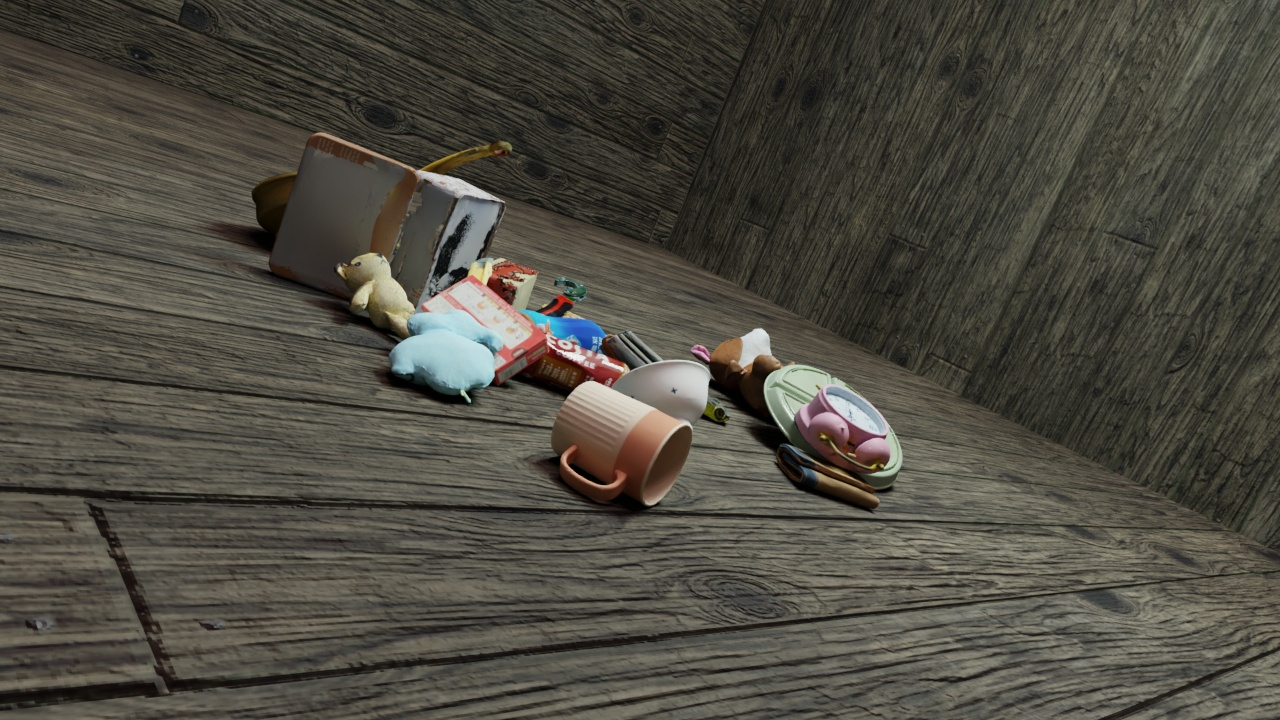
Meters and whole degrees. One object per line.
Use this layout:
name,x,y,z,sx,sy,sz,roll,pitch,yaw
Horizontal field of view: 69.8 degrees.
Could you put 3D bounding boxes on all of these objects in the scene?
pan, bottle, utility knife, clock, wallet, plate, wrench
pan,-0.346,-0.233,1.244,0.357,0.078,0.197,-7,-8,7
bottle,-0.095,-0.027,1.220,0.065,0.065,0.218,29,13,31
utility knife,-0.204,-0.063,1.117,0.031,0.021,0.204,-1,47,1
clock,0.263,0.092,1.176,0.117,0.060,0.158,29,27,-8
wallet,0.233,0.145,1.146,0.115,0.033,0.090,23,9,-16
bottle,-0.072,0.013,1.098,0.175,0.057,0.057,20,11,-9
plate,0.276,0.086,1.294,0.230,0.028,0.229,23,33,-17
wallet,-0.007,0.007,1.165,0.106,0.037,0.130,42,-13,-6
wrench,-0.123,-0.083,1.350,0.056,0.016,0.272,17,19,2

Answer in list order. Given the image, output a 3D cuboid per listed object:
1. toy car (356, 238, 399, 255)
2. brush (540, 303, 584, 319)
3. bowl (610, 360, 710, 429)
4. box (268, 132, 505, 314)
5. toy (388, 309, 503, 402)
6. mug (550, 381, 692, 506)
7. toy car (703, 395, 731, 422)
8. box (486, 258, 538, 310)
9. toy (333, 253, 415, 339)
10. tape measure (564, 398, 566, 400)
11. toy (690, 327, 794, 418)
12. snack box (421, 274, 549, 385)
toy car,-0.446,-0.192,1.396,0.158,0.042,0.070,18,11,-9
brush,-0.052,-0.017,1.352,0.255,0.046,0.083,30,9,16
bowl,0.028,0.056,1.035,0.118,0.119,0.064,14,53,-38
box,-0.300,-0.153,1.133,0.270,0.179,0.134,12,17,-45
toy,-0.197,-0.007,0.947,0.161,0.050,0.156,-3,32,-44
mug,-0.026,0.082,0.838,0.106,0.082,0.114,25,41,23
toy car,0.077,0.056,1.260,0.105,0.032,0.048,32,9,-12
box,-0.184,-0.087,1.267,0.076,0.091,0.168,19,11,-1
toy,-0.279,-0.063,1.041,0.157,0.066,0.105,41,20,16
tape measure,-0.050,0.058,1.014,0.054,0.025,0.058,31,18,30
toy,0.179,0.012,1.459,0.140,0.130,0.200,22,0,-29
snack box,-0.180,-0.038,1.056,0.075,0.025,0.153,-35,54,-24
